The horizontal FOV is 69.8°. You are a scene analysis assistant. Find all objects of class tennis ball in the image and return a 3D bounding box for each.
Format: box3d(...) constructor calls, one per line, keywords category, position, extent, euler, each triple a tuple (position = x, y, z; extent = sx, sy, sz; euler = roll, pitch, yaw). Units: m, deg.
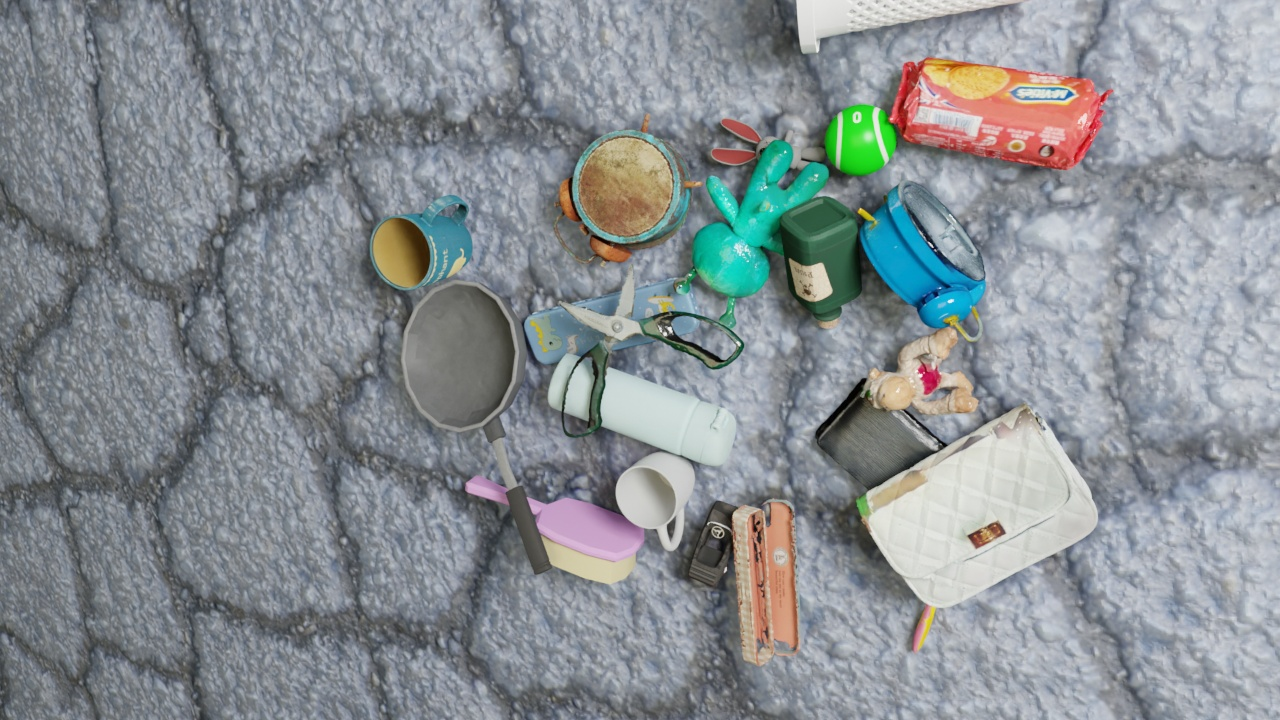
box3d(category="tennis ball", position=(0.206, -0.206, 0.860), extent=(0.065, 0.065, 0.065), euler=(6, 105, 22))

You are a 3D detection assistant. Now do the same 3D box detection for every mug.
box3d(category="mug", position=(-0.237, -0.140, 1.050), extent=(0.084, 0.104, 0.112), euler=(40, 113, 10))
box3d(category="mug", position=(0.028, 0.153, 1.015), extent=(0.071, 0.089, 0.107), euler=(-12, 98, 26))

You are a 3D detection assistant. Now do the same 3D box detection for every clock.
box3d(category="clock", position=(-0.021, -0.168, 0.964), extent=(0.158, 0.073, 0.121), euler=(-38, 86, 15))
box3d(category="clock", position=(0.266, -0.088, 0.836), extent=(0.060, 0.116, 0.161), euler=(-38, 83, 34))

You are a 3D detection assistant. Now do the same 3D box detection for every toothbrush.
box3d(category="toothbrush", position=(0.304, 0.247, 0.957), extent=(0.016, 0.021, 0.135), euler=(17, 108, 34))

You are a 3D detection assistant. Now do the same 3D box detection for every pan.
box3d(category="pan", position=(-0.172, 0.075, 1.068), extent=(0.179, 0.041, 0.357), euler=(-29, 76, 27))

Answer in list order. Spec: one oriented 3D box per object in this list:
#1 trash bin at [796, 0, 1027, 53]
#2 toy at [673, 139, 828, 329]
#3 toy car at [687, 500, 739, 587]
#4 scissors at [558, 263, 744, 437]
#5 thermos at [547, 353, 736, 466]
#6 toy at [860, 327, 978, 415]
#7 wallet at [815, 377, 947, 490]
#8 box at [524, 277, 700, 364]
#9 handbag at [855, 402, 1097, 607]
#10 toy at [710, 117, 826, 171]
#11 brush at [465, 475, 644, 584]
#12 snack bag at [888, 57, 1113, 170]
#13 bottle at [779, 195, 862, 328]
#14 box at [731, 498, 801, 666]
box3d(category="trash bin", position=(0.234, -0.362, 0.754), extent=(0.200, 0.195, 0.195), euler=(1, 103, 14))
box3d(category="toy", position=(0.107, -0.126, 0.916), extent=(0.130, 0.072, 0.194), euler=(34, 120, 2))
box3d(category="toy car", position=(0.084, 0.202, 1.017), extent=(0.040, 0.037, 0.092), euler=(20, 77, 20))
box3d(category="scissors", position=(-0.006, 0.006, 0.963), extent=(0.202, 0.015, 0.202), euler=(21, 103, 13))
box3d(category="thermos", position=(0.003, 0.055, 1.009), extent=(0.207, 0.065, 0.078), euler=(19, 140, 13))
box3d(category="toy", position=(0.261, 0.015, 0.885), extent=(0.106, 0.074, 0.085), euler=(-17, 104, 21))
box3d(category="wallet", position=(0.246, 0.086, 0.938), extent=(0.115, 0.026, 0.089), euler=(40, 114, 10))
box3d(category="box", position=(-0.036, -0.042, 1.025), extent=(0.210, 0.037, 0.066), euler=(-11, 101, 26))
box3d(category="handbag", position=(0.324, 0.144, 0.880), extent=(0.195, 0.072, 0.139), euler=(-36, 92, 19))
box3d(category="toy", position=(0.129, -0.209, 0.913), extent=(0.112, 0.030, 0.049), euler=(19, 96, 19))
box3d(category="brush", position=(-0.107, 0.194, 1.086), extent=(0.229, 0.089, 0.043), euler=(17, 114, 19))
box3d(category="snack bag", position=(0.311, -0.216, 0.809), extent=(0.176, 0.082, 0.082), euler=(16, 109, 19))
box3d(category="bottle", position=(0.177, -0.086, 0.892), extent=(0.061, 0.061, 0.131), euler=(-25, 131, -10))
box3d(category="box", position=(0.141, 0.246, 1.015), extent=(0.048, 0.085, 0.187), euler=(14, 114, 55))
